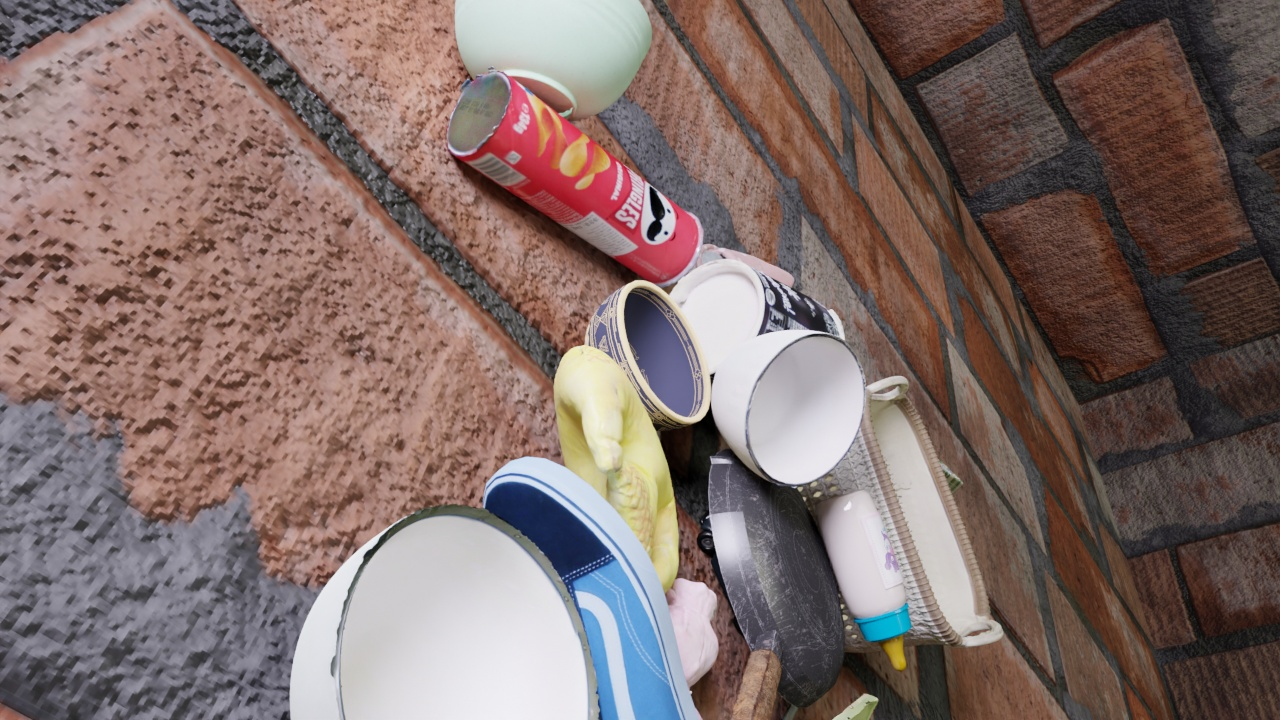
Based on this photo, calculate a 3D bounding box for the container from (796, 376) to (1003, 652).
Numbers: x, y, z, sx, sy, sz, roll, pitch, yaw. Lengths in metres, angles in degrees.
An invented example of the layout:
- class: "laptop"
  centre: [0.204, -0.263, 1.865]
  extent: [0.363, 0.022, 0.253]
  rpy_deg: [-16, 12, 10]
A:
- class: "container"
  centre: [0.224, 0.154, 0.861]
  extent: [0.184, 0.143, 0.246]
  rpy_deg: [8, 62, -57]

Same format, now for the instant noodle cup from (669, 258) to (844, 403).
- class: "instant noodle cup"
  centre: [0.087, -0.017, 0.772]
  extent: [0.112, 0.138, 0.137]
  rpy_deg: [30, 44, -45]

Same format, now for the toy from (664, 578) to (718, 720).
- class: "toy"
  centre: [0.020, 0.196, 0.592]
  extent: [0.063, 0.047, 0.109]
  rpy_deg: [41, 46, -31]

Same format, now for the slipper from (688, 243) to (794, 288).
- class: "slipper"
  centre: [0.139, -0.052, 0.973]
  extent: [0.274, 0.055, 0.114]
  rpy_deg: [24, 48, -51]

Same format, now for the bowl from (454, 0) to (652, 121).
- class: "bowl"
  centre: [-0.072, -0.227, 0.685]
  extent: [0.150, 0.151, 0.077]
  rpy_deg: [28, 70, -48]

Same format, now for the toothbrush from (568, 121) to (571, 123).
- class: "toothbrush"
  centre: [-0.067, -0.221, 0.800]
  extent: [0.016, 0.017, 0.189]
  rpy_deg: [-16, 81, -62]

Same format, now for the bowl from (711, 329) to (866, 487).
- class: "bowl"
  centre: [0.104, 0.030, 0.681]
  extent: [0.116, 0.066, 0.116]
  rpy_deg: [-9, 107, -31]

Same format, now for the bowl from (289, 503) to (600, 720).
- class: "bowl"
  centre: [-0.093, 0.148, 0.411]
  extent: [0.153, 0.073, 0.153]
  rpy_deg: [40, 37, -38]

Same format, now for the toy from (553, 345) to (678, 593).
- class: "toy"
  centre: [-0.016, 0.064, 0.584]
  extent: [0.154, 0.064, 0.170]
  rpy_deg: [-113, -175, -65]

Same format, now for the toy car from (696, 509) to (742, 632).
- class: "toy car"
  centre: [0.082, 0.168, 0.726]
  extent: [0.046, 0.034, 0.112]
  rpy_deg: [-22, 87, -61]

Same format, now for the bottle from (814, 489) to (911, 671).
- class: "bottle"
  centre: [0.187, 0.180, 0.747]
  extent: [0.051, 0.051, 0.146]
  rpy_deg: [0, 69, -59]

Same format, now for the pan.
- class: "pan"
  centre: [0.094, 0.184, 0.639]
  extent: [0.208, 0.040, 0.356]
  rpy_deg: [63, 20, -12]

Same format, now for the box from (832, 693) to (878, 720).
- class: "box"
  centre: [0.126, 0.325, 0.654]
  extent: [0.187, 0.044, 0.141]
  rpy_deg: [4, 91, -59]

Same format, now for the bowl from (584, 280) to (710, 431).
- class: "bowl"
  centre: [-0.004, 0.004, 0.682]
  extent: [0.112, 0.061, 0.112]
  rpy_deg: [39, 38, -39]

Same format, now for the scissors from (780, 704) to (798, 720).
- class: "scissors"
  centre: [0.097, 0.301, 0.671]
  extent: [0.170, 0.014, 0.094]
  rpy_deg: [7, 64, -55]

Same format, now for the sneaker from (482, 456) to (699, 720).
- class: "sneaker"
  centre: [-0.031, 0.172, 0.489]
  extent: [0.098, 0.084, 0.241]
  rpy_deg: [-27, 95, -61]

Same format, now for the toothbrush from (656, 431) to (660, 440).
- class: "toothbrush"
  centre: [0.008, -0.001, 0.756]
  extent: [0.016, 0.017, 0.180]
  rpy_deg: [46, 33, -39]

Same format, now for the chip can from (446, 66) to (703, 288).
- class: "chip can"
  centre: [-0.045, -0.134, 0.714]
  extent: [0.232, 0.073, 0.073]
  rpy_deg: [28, 45, -47]

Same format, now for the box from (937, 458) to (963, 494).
- class: "box"
  centre: [0.296, 0.102, 1.078]
  extent: [0.205, 0.050, 0.117]
  rpy_deg: [27, 21, -49]
